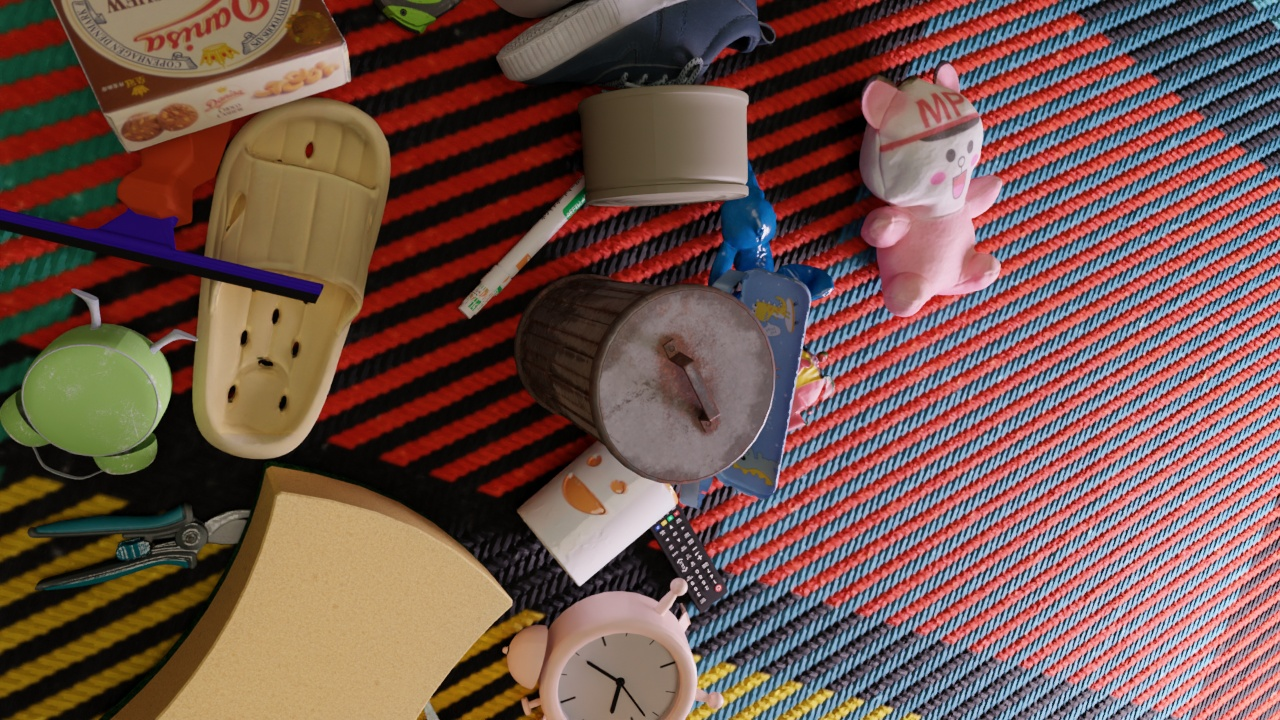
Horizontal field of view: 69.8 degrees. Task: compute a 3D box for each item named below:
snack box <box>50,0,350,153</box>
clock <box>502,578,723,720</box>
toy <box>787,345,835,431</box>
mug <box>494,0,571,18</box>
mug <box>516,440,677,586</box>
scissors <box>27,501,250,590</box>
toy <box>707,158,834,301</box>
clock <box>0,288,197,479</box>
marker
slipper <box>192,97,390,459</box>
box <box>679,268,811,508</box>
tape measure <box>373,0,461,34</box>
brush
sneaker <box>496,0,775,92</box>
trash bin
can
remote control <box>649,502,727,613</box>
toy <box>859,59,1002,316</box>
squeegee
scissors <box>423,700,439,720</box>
[{"bbox_3d":[-0.277,-0.217,0.567,0.143,0.041,0.147,-26,77,-19],"label":"snack box"},{"bbox_3d":[-0.024,0.262,0.783,0.160,0.086,0.131,-20,106,-10],"label":"clock"},{"bbox_3d":[0.129,0.026,0.823,0.084,0.046,0.103,34,89,-38],"label":"toy"},{"bbox_3d":[-0.077,-0.305,0.645,0.078,0.097,0.112,-45,113,-11],"label":"mug"},{"bbox_3d":[-0.035,0.117,0.742,0.105,0.082,0.082,-39,112,-13],"label":"mug"},{"bbox_3d":[-0.346,0.131,0.643,0.131,0.019,0.149,44,79,-26],"label":"scissors"},{"bbox_3d":[0.097,-0.100,0.775,0.112,0.071,0.176,-18,106,-9],"label":"toy"},{"bbox_3d":[-0.357,0.025,0.600,0.094,0.042,0.119,24,103,-22],"label":"clock"},{"bbox_3d":[-0.088,-0.089,0.721,0.145,0.017,0.017,-48,113,-10],"label":"marker"},{"bbox_3d":[-0.244,-0.055,0.626,0.111,0.079,0.261,13,94,-22],"label":"slipper"},{"bbox_3d":[0.088,0.031,0.752,0.079,0.072,0.211,15,118,15],"label":"box"},{"bbox_3d":[-0.161,-0.268,0.648,0.058,0.036,0.065,-48,114,-9],"label":"tape measure"},{"bbox_3d":[-0.238,0.218,0.665,0.195,0.075,0.250,34,84,-29],"label":"brush"},{"bbox_3d":[0.002,-0.240,0.701,0.235,0.089,0.087,-27,113,-22],"label":"sneaker"},{"bbox_3d":[-0.004,0.004,0.665,0.130,0.211,0.131,-4,100,-23],"label":"trash bin"},{"bbox_3d":[0.018,-0.158,0.692,0.127,0.128,0.073,-5,96,-23],"label":"can"},{"bbox_3d":[0.035,0.165,0.817,0.033,0.015,0.147,-35,110,-15],"label":"remote control"},{"bbox_3d":[0.252,-0.154,0.823,0.141,0.084,0.213,-19,107,-22],"label":"toy"},{"bbox_3d":[-0.295,-0.147,0.592,0.249,0.055,0.184,13,80,4],"label":"squeegee"},{"bbox_3d":[-0.157,0.339,0.767,0.138,0.015,0.120,23,91,-21],"label":"scissors"}]
